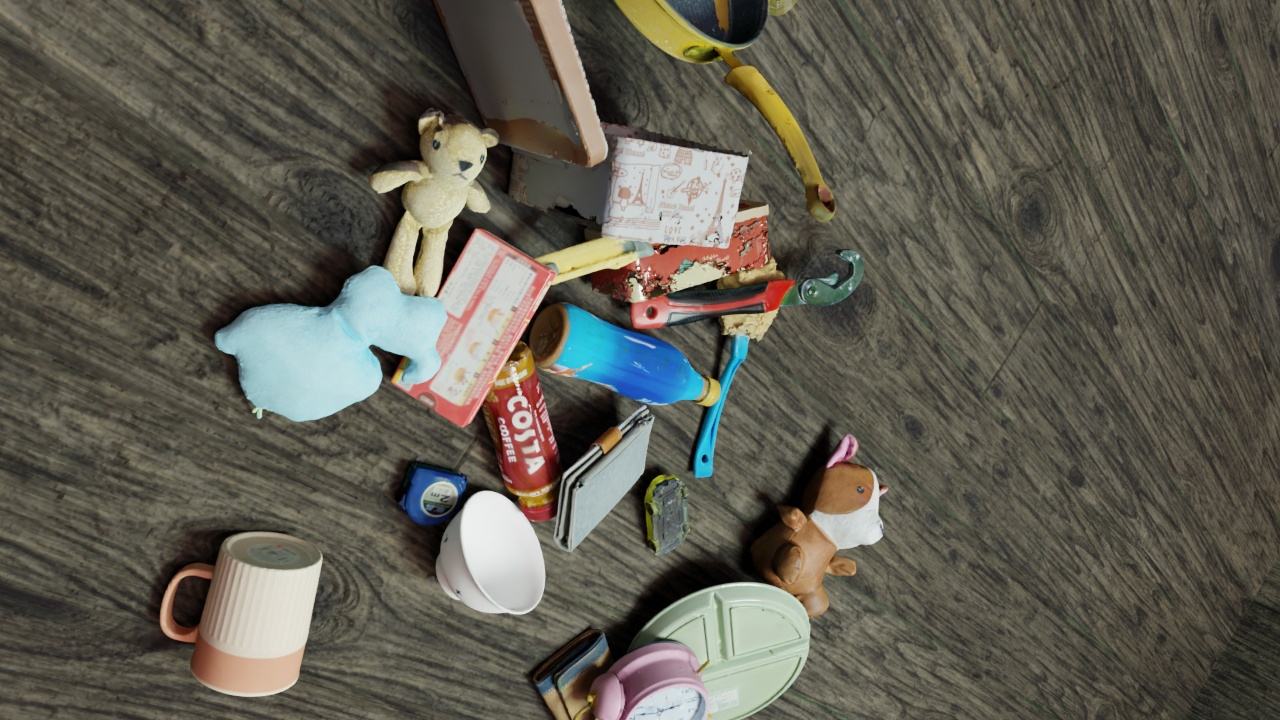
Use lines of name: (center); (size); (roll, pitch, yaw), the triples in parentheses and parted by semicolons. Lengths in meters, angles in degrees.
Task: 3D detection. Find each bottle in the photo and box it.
bottle: (-0.109, 0.069, 0.849); (0.057, 0.057, 0.175); (-26, 120, -25)
bottle: (-0.005, 0.005, 0.893); (0.218, 0.065, 0.065); (21, 94, -38)

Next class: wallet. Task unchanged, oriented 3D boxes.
wallet: (-0.063, 0.360, 1.010); (0.090, 0.033, 0.115); (-33, 127, -23)
wallet: (-0.037, 0.110, 0.893); (0.129, 0.037, 0.107); (-42, 151, -43)

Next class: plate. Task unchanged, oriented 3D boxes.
plate: (0.093, 0.349, 1.064); (0.230, 0.027, 0.231); (-7, 122, -11)

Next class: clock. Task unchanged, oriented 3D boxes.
clock: (0.001, 0.372, 0.991); (0.158, 0.059, 0.117); (-13, 123, -13)

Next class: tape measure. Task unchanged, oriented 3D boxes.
tape measure: (-0.191, 0.121, 0.831); (0.058, 0.025, 0.054); (20, 97, -35)

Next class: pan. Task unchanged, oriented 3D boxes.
pan: (0.065, -0.267, 0.727); (0.197, 0.078, 0.357); (-13, 84, -48)

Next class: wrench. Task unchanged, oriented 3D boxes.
wrench: (0.114, -0.067, 0.931); (0.273, 0.016, 0.056); (-13, 108, -22)

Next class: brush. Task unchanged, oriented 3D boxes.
brush: (0.096, 0.009, 0.990); (0.083, 0.046, 0.255); (1, 110, -39)

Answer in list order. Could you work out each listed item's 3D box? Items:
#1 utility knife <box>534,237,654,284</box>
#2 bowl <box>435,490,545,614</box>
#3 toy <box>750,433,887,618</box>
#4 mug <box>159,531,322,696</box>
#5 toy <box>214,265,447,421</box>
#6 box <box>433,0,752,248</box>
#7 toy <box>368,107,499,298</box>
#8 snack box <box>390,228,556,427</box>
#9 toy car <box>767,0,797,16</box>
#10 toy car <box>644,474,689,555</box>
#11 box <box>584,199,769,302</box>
utility knife: (-0.089, -0.072, 0.789); (0.205, 0.021, 0.031); (-17, 95, 7)
bowl: (-0.150, 0.187, 0.851); (0.065, 0.118, 0.118); (-27, 131, 21)
toy: (0.226, 0.199, 1.103); (0.199, 0.131, 0.140); (-50, 133, -22)
mug: (-0.323, 0.198, 0.740); (0.114, 0.081, 0.106); (15, 97, -8)
toy: (-0.243, -0.007, 0.724); (0.161, 0.050, 0.156); (32, 94, -29)
box: (-0.051, -0.180, 0.722); (0.270, 0.179, 0.134); (36, 86, -39)
toy: (-0.166, -0.120, 0.734); (0.105, 0.066, 0.157); (8, 117, -34)
snack box: (-0.141, -0.027, 0.772); (0.075, 0.025, 0.153); (31, 97, 4)
toy car: (0.114, -0.400, 0.845); (0.070, 0.042, 0.158); (-27, 118, -26)
toy car: (0.025, 0.167, 0.999); (0.048, 0.032, 0.105); (-27, 132, -26)
box: (0.038, -0.100, 0.869); (0.168, 0.091, 0.076); (-19, 114, -29)
